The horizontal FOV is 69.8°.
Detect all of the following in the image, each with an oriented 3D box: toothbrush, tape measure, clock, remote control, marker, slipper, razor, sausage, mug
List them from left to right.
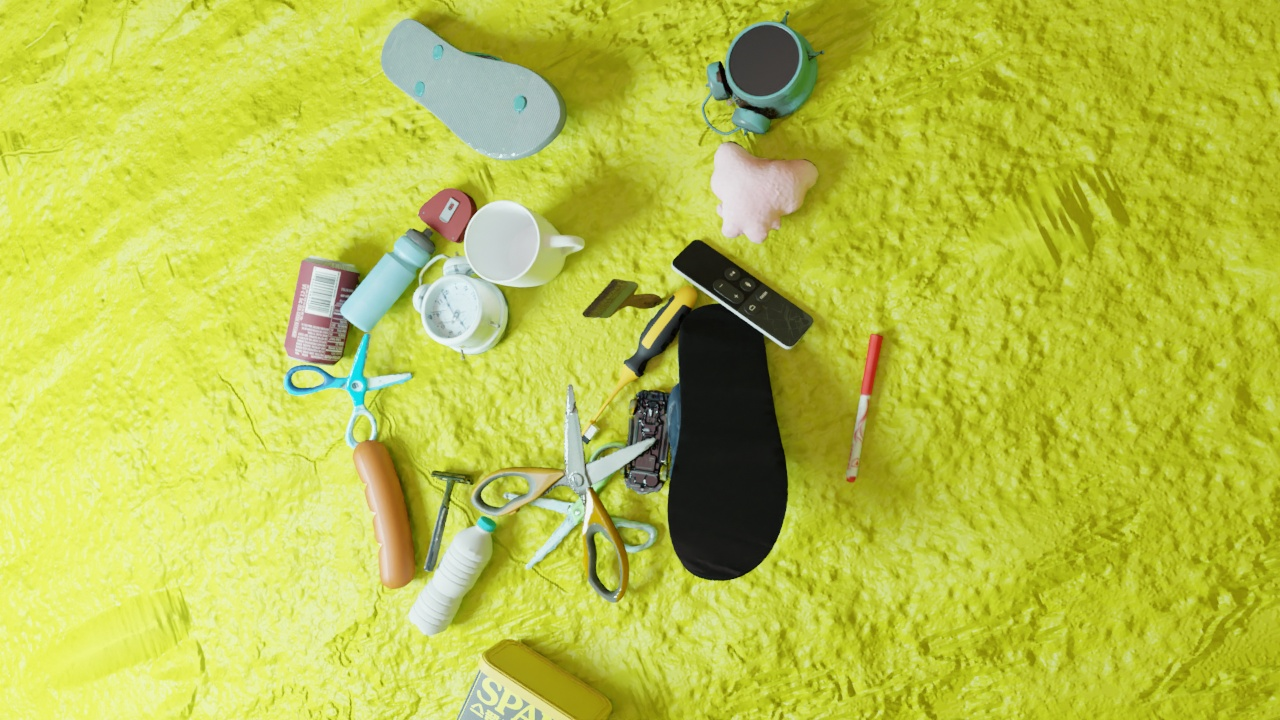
[{"bbox_3d":[-0.276,0.165,0.997,0.044,0.039,0.164,-16,84,13],"label":"sausage"},{"bbox_3d":[-0.211,0.170,0.970,0.042,0.026,0.105,7,73,15],"label":"razor"},{"bbox_3d":[-0.208,-0.162,0.995,0.059,0.019,0.051,35,98,15],"label":"tape measure"},{"bbox_3d":[-0.193,-0.060,0.970,0.083,0.057,0.117,-42,70,12],"label":"clock"},{"bbox_3d":[-0.178,-0.282,0.981,0.269,0.054,0.098,32,100,26],"label":"slipper"},{"bbox_3d":[-0.106,-0.114,0.927,0.114,0.087,0.081,-1,88,17],"label":"mug"},{"bbox_3d":[-0.005,0.005,0.926,0.031,0.031,0.197,41,104,18],"label":"toothbrush"},{"bbox_3d":[0.078,0.081,0.873,0.109,0.084,0.265,0,66,0],"label":"slipper"},{"bbox_3d":[0.098,-0.066,0.893,0.146,0.008,0.045,37,63,15],"label":"remote control"},{"bbox_3d":[0.111,-0.271,0.884,0.124,0.053,0.090,-41,77,15],"label":"clock"},{"bbox_3d":[0.211,0.045,0.866,0.013,0.012,0.142,10,92,17],"label":"marker"}]

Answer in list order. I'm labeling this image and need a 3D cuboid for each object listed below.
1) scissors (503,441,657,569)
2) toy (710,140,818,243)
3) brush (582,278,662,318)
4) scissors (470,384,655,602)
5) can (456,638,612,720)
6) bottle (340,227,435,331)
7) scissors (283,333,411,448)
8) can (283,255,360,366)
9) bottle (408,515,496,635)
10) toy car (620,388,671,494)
[{"bbox_3d":[-0.059,0.160,0.944,0.165,0.024,0.171,40,102,8],"label":"scissors"},{"bbox_3d":[0.113,-0.159,0.881,0.102,0.050,0.093,14,89,14],"label":"toy"},{"bbox_3d":[-0.008,-0.058,0.867,0.045,0.142,0.008,-46,75,19],"label":"brush"},{"bbox_3d":[-0.077,0.136,0.926,0.230,0.016,0.225,-6,96,23],"label":"scissors"},{"bbox_3d":[-0.114,0.366,0.925,0.135,0.075,0.104,27,99,16],"label":"can"},{"bbox_3d":[-0.269,-0.092,0.992,0.040,0.040,0.130,38,87,14],"label":"bottle"},{"bbox_3d":[-0.322,0.031,1.000,0.140,0.011,0.134,13,105,-16],"label":"scissors"},{"bbox_3d":[-0.352,-0.055,1.013,0.063,0.063,0.114,13,92,17],"label":"can"},{"bbox_3d":[-0.194,0.225,0.968,0.044,0.044,0.136,34,98,15],"label":"bottle"},{"bbox_3d":[0.009,0.081,0.916,0.049,0.030,0.107,8,85,10],"label":"toy car"}]
